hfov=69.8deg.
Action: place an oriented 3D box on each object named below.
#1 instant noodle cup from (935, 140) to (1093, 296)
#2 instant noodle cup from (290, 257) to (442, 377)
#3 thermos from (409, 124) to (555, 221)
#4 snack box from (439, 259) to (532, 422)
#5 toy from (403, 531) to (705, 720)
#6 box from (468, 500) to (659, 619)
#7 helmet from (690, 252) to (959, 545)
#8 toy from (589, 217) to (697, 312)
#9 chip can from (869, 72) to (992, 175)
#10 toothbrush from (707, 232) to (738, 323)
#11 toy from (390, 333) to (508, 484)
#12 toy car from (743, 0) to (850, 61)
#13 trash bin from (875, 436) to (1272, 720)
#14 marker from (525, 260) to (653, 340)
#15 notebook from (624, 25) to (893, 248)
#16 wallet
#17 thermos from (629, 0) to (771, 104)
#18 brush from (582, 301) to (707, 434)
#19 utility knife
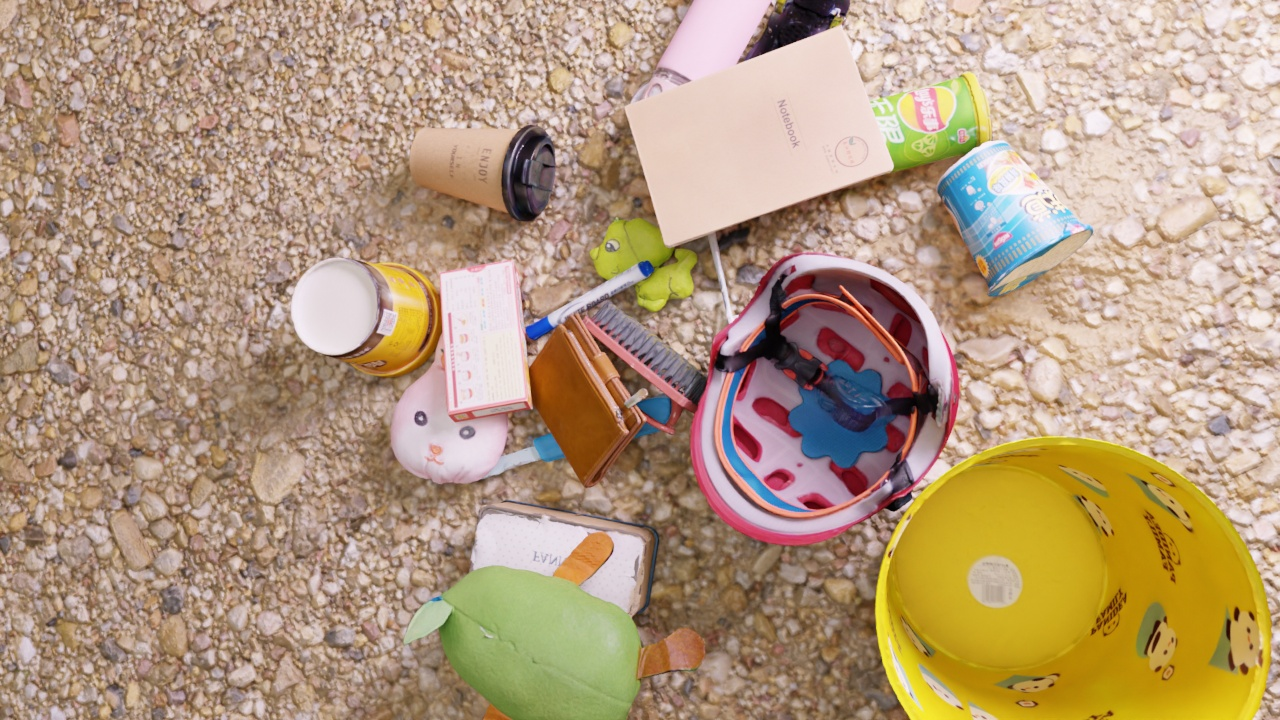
[{"bbox_3d":[0.318,-0.128,0.799,0.099,0.099,0.110,-30,71,8],"label":"instant noodle cup"},{"bbox_3d":[-0.271,-0.046,0.903,0.118,0.114,0.118,-1,85,11],"label":"instant noodle cup"},{"bbox_3d":[-0.152,-0.191,0.907,0.143,0.093,0.093,13,88,20],"label":"thermos"},{"bbox_3d":[-0.152,-0.021,0.891,0.077,0.027,0.155,-10,65,2],"label":"snack box"},{"bbox_3d":[-0.075,0.255,0.795,0.247,0.090,0.226,24,79,16],"label":"toy"},{"bbox_3d":[-0.067,0.188,0.869,0.184,0.061,0.089,11,88,11],"label":"box"},{"bbox_3d":[0.164,0.041,0.788,0.207,0.143,0.240,40,103,27],"label":"helmet"},{"bbox_3d":[0.004,-0.096,0.891,0.097,0.031,0.100,-23,85,10],"label":"toy"},{"bbox_3d":[0.198,-0.198,0.836,0.221,0.072,0.072,-13,83,11],"label":"chip can"},{"bbox_3d":[0.076,-0.108,0.884,0.016,0.016,0.180,-13,83,3],"label":"toothbrush"},{"bbox_3d":[-0.182,0.043,0.911,0.121,0.054,0.159,13,80,12],"label":"toy"},{"bbox_3d":[0.142,-0.289,0.871,0.070,0.042,0.158,31,93,13],"label":"toy car"},{"bbox_3d":[0.289,0.172,0.691,0.230,0.255,0.229,-1,85,12],"label":"trash bin"},{"bbox_3d":[-0.050,-0.058,0.889,0.146,0.016,0.017,-28,80,22],"label":"marker"},{"bbox_3d":[0.101,-0.199,0.818,0.208,0.008,0.147,-18,76,10],"label":"notebook"},{"bbox_3d":[-0.054,0.034,0.852,0.119,0.035,0.130,-51,61,35],"label":"wallet"},{"bbox_3d":[0.059,-0.306,0.885,0.087,0.067,0.198,33,95,44],"label":"thermos"},{"bbox_3d":[-0.005,0.005,0.861,0.146,0.063,0.069,39,93,24],"label":"brush"},{"bbox_3d":[-0.070,0.079,0.898,0.218,0.018,0.034,-18,70,11],"label":"utility knife"}]
